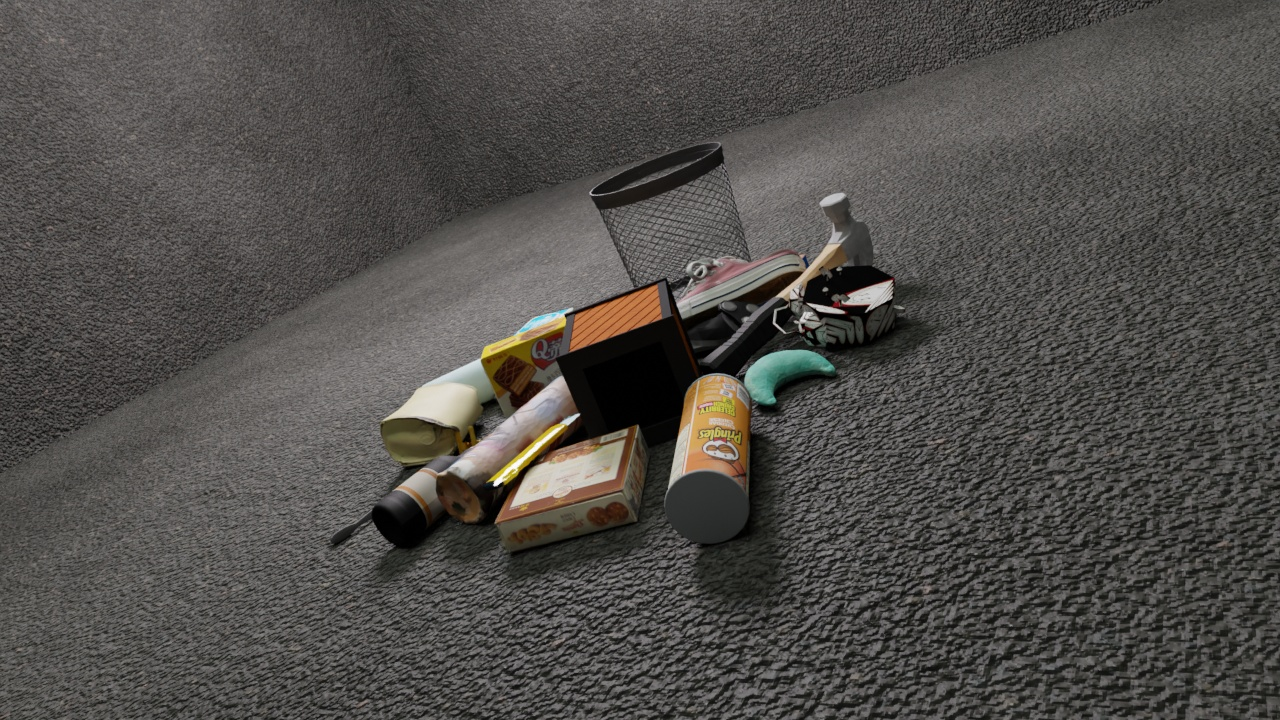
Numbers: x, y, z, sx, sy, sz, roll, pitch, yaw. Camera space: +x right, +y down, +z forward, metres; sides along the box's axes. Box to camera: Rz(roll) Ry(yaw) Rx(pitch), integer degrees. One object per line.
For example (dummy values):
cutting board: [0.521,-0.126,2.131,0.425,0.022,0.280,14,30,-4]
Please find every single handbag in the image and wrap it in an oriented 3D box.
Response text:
handbag: [-0.293,0.090,1.304,0.111,0.081,0.119,-8,20,16]

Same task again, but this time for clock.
clock: [0.237,-0.070,1.126,0.155,0.065,0.114,-14,35,3]

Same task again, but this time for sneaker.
sneaker: [0.112,-0.105,1.296,0.241,0.087,0.118,-26,-25,16]

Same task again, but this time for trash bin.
trash bin: [-0.007,0.007,1.114,0.140,0.140,0.171,-20,19,6]
trash bin: [0.062,-0.201,1.471,0.218,0.227,0.217,-19,19,7]

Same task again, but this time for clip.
clip: [-0.218,0.114,1.210,0.048,0.054,0.045,-6,-16,-40]

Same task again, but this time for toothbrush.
toothbrush: [-0.324,0.184,1.175,0.167,0.013,0.013,-34,14,-31]

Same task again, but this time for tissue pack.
tissue pack: [-0.158,-0.038,1.525,0.093,0.062,0.144,-13,21,23]

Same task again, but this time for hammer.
hammer: [0.195,-0.079,1.200,0.327,0.131,0.039,-43,26,-26]

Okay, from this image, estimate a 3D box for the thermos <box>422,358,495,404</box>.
thermos: [-0.230,0.024,1.415,0.207,0.078,0.065,-25,31,-3]

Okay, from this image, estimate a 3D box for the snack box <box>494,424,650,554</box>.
snack box: [-0.068,0.136,0.981,0.143,0.041,0.146,-17,19,13]

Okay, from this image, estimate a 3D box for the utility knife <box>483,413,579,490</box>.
utility knife: [-0.119,0.100,1.045,0.031,0.017,0.178,-7,23,33]

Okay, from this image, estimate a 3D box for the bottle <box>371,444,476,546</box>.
bottle: [-0.237,0.147,1.107,0.059,0.059,0.181,-5,25,41]

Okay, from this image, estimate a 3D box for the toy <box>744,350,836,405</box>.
toy: [0.165,0.019,1.066,0.105,0.033,0.085,-27,31,-18]

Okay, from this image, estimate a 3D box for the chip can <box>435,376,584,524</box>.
chip can: [-0.144,0.101,1.107,0.080,0.080,0.228,-6,25,39]

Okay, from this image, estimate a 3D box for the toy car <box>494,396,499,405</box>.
toy car: [-0.164,0.037,1.368,0.112,0.034,0.046,-21,18,5]

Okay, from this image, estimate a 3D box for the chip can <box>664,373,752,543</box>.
chip can: [0.071,0.089,0.903,0.075,0.075,0.214,-17,19,14]

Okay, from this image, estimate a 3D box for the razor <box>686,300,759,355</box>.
razor: [0.093,-0.035,1.261,0.157,0.060,0.057,-32,21,38]

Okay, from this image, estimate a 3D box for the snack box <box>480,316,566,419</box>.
snack box: [-0.099,-0.005,1.293,0.230,0.110,0.061,-21,18,1]

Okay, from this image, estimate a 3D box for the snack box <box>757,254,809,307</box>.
snack box: [0.189,-0.112,1.391,0.087,0.034,0.150,-6,25,37]
